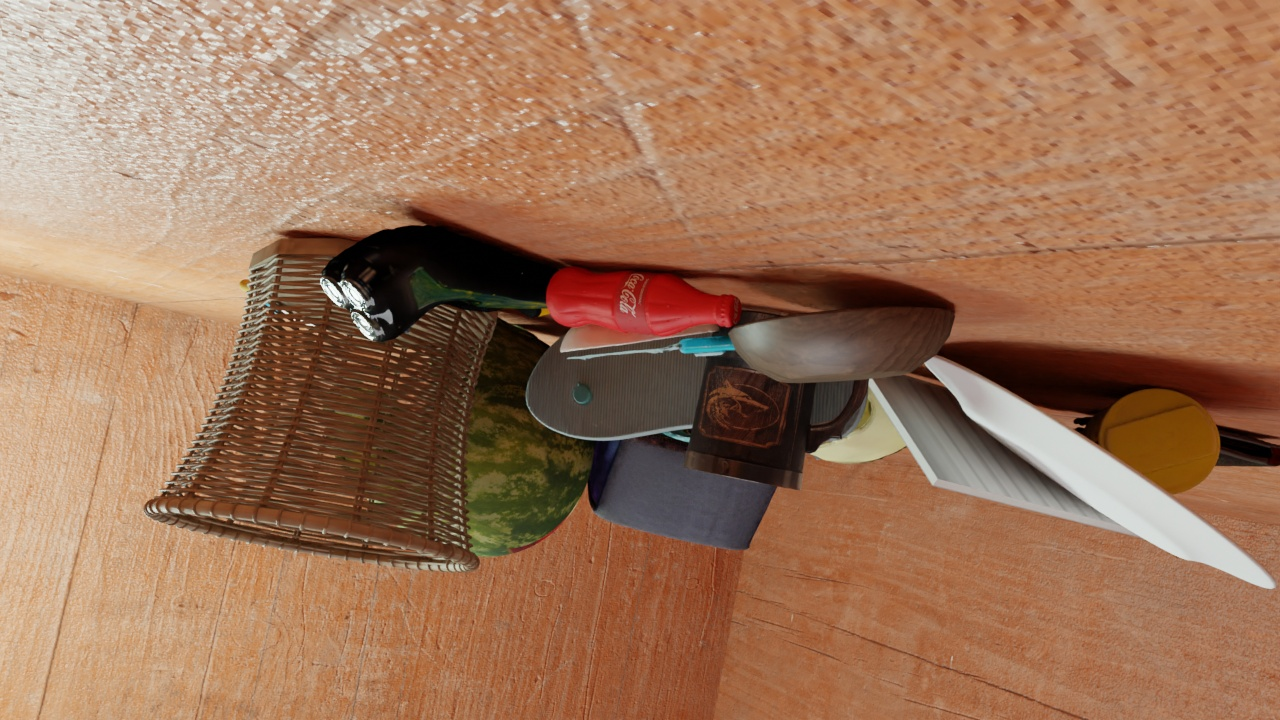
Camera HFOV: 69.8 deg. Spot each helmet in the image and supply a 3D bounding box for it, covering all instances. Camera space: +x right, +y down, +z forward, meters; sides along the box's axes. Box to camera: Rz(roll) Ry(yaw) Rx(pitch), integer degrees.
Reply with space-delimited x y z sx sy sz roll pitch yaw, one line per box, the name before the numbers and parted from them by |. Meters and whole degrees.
helmet | -0.158 0.074 0.916 0.214 0.243 0.246 -34 160 26

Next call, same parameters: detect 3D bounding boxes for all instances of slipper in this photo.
slipper | 0.040 0.015 0.708 0.269 0.098 0.054 0 175 23

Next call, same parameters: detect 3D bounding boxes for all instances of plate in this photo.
plate | -0.002 -0.024 0.595 0.104 0.026 0.104 -8 -179 0
plate | 0.282 0.072 0.595 0.242 0.016 0.242 35 -175 -4

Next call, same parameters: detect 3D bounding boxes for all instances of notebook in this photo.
notebook | 0.280 0.068 0.710 0.209 0.009 0.142 15 -151 -21

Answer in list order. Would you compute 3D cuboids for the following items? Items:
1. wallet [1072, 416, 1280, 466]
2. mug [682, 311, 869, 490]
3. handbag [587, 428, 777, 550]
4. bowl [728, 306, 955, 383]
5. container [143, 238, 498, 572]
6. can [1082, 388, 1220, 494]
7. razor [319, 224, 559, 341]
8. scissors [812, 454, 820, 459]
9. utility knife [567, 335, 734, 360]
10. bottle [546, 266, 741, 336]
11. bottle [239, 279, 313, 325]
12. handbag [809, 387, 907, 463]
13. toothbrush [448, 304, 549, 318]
wallet | 0.430 0.066 0.744 0.120 0.031 0.099 14 173 -3
mug | 0.095 0.030 0.617 0.116 0.107 0.080 10 175 14
handbag | 0.046 0.076 0.980 0.205 0.126 0.221 14 -149 -8
bowl | 0.106 -0.005 0.485 0.118 0.030 0.118 -3 175 0
container | -0.214 0.040 0.680 0.227 0.196 0.227 7 162 2
can | 0.338 0.057 0.617 0.068 0.067 0.105 9 175 20
razor | -0.106 -0.041 0.528 0.151 0.067 0.054 5 -175 -45
scissors | 0.136 0.045 0.919 0.134 0.011 0.137 46 -161 1
utility knife | 0.039 -0.010 0.586 0.181 0.015 0.022 -5 176 16
bottle | 0.002 -0.033 0.524 0.119 0.036 0.036 8 174 33
bottle | -0.289 -0.056 0.820 0.146 0.051 0.051 11 175 5
handbag | 0.183 0.048 0.831 0.111 0.081 0.119 -3 166 41
toothbrush | -0.076 -0.042 0.643 0.196 0.030 0.031 11 159 -23
